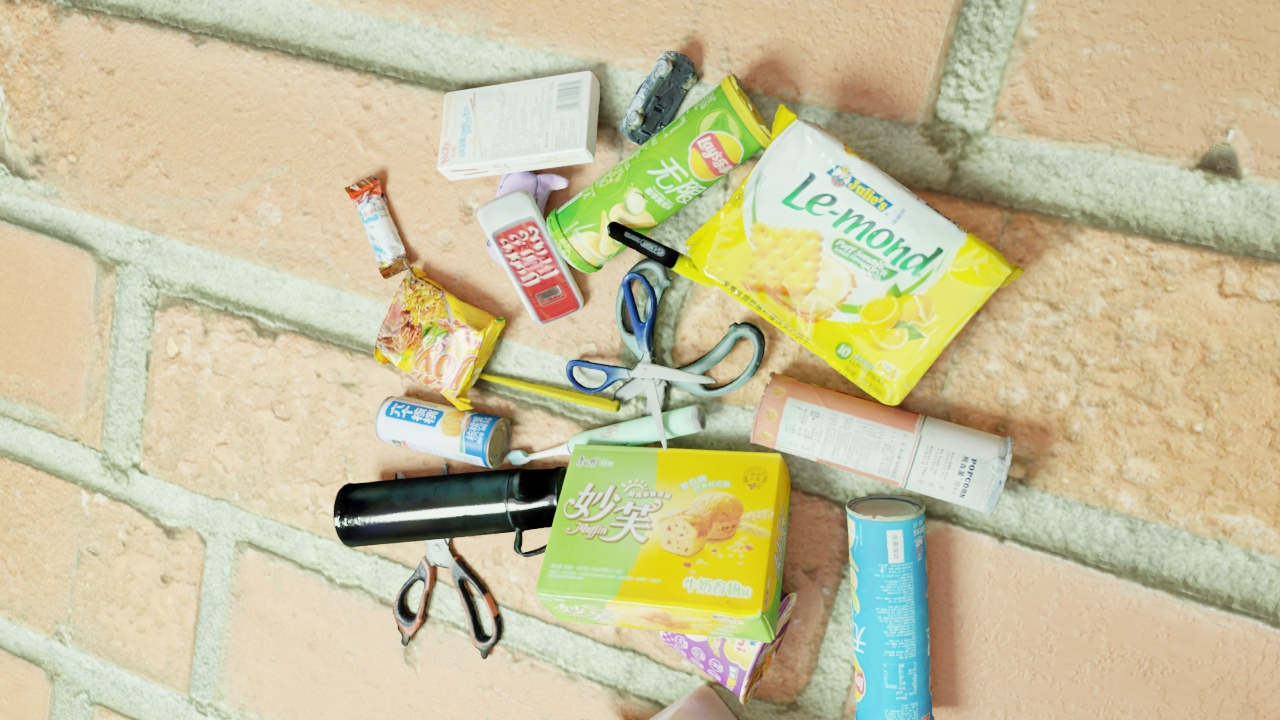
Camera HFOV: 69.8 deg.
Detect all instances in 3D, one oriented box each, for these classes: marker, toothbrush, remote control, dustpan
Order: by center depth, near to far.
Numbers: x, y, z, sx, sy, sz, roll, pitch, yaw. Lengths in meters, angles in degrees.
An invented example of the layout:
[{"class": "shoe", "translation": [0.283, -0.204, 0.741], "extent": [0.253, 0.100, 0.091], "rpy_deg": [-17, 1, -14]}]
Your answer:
[{"class": "marker", "translation": [0.022, -0.097, 0.836], "extent": [0.124, 0.015, 0.018], "rpy_deg": [23, 75, -26]}, {"class": "dustpan", "translation": [0.047, 0.419, 0.849], "extent": [0.139, 0.222, 0.273], "rpy_deg": [-40, 72, 7]}, {"class": "remote control", "translation": [-0.104, -0.097, 0.880], "extent": [0.056, 0.020, 0.136], "rpy_deg": [-20, 119, 10]}, {"class": "toothbrush", "translation": [-0.038, 0.079, 0.909], "extent": [0.225, 0.026, 0.027], "rpy_deg": [-15, 133, 27]}, {"class": "toothbrush", "translation": [-0.109, 0.024, 0.932], "extent": [0.190, 0.015, 0.016], "rpy_deg": [13, 96, 18]}]

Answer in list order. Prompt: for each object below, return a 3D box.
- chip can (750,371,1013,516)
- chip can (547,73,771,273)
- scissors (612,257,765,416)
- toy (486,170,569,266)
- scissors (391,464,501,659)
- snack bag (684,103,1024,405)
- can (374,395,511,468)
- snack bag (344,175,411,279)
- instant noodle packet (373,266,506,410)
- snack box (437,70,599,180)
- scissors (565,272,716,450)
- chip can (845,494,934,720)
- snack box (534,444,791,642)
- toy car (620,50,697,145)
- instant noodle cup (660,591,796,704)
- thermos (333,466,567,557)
[{"class": "chip can", "translation": [0.208, 0.071, 0.810], "extent": [0.215, 0.071, 0.071], "rpy_deg": [16, 103, 15]}, {"class": "chip can", "translation": [0.014, -0.164, 0.836], "extent": [0.222, 0.072, 0.072], "rpy_deg": [-33, 87, 20]}, {"class": "scissors", "translation": [0.044, -0.010, 0.876], "extent": [0.181, 0.019, 0.170], "rpy_deg": [7, 102, 21]}, {"class": "toy", "translation": [-0.117, -0.141, 0.899], "extent": [0.084, 0.038, 0.108], "rpy_deg": [25, 105, 23]}, {"class": "scissors", "translation": [-0.218, 0.227, 1.003], "extent": [0.189, 0.015, 0.227], "rpy_deg": [31, 106, 11]}, {"class": "snack bag", "translation": [0.176, -0.085, 0.785], "extent": [0.246, 0.068, 0.158], "rpy_deg": [35, 110, 0]}, {"class": "can", "translation": [-0.206, 0.073, 0.955], "extent": [0.135, 0.053, 0.053], "rpy_deg": [11, 102, 16]}, {"class": "snack bag", "translation": [-0.273, -0.139, 0.958], "extent": [0.048, 0.026, 0.104], "rpy_deg": [-17, 93, 31]}, {"class": "instant noodle packet", "translation": [-0.206, -0.021, 0.935], "extent": [0.128, 0.044, 0.111], "rpy_deg": [30, 101, 19]}, {"class": "snack box", "translation": [-0.117, -0.224, 0.877], "extent": [0.157, 0.027, 0.084], "rpy_deg": [-3, 73, 19]}, {"class": "scissors", "translation": [-0.005, 0.004, 0.871], "extent": [0.163, 0.012, 0.173], "rpy_deg": [-17, 82, 33]}, {"class": "chip can", "translation": [0.226, 0.232, 0.831], "extent": [0.071, 0.071, 0.210], "rpy_deg": [-2, 97, 18]}, {"class": "snack box", "translation": [0.024, 0.163, 0.841], "extent": [0.210, 0.070, 0.157], "rpy_deg": [1, 55, 18]}, {"class": "toy car", "translation": [0.015, -0.241, 0.841], "extent": [0.091, 0.042, 0.034], "rpy_deg": [-58, 46, 22]}, {"class": "instant noodle cup", "translation": [0.080, 0.249, 0.867], "extent": [0.099, 0.111, 0.112], "rpy_deg": [24, 105, 20]}, {"class": "thermos", "translation": [-0.191, 0.159, 0.940], "extent": [0.243, 0.068, 0.089], "rpy_deg": [-6, 63, 14]}]
